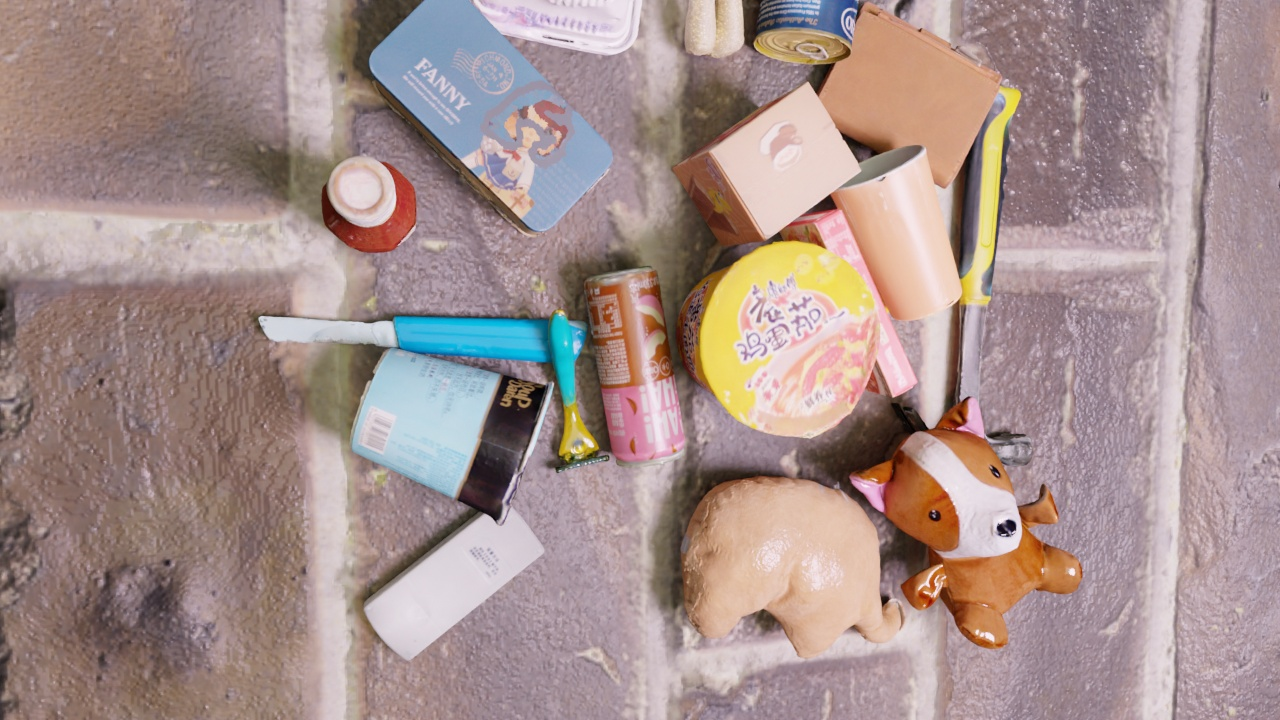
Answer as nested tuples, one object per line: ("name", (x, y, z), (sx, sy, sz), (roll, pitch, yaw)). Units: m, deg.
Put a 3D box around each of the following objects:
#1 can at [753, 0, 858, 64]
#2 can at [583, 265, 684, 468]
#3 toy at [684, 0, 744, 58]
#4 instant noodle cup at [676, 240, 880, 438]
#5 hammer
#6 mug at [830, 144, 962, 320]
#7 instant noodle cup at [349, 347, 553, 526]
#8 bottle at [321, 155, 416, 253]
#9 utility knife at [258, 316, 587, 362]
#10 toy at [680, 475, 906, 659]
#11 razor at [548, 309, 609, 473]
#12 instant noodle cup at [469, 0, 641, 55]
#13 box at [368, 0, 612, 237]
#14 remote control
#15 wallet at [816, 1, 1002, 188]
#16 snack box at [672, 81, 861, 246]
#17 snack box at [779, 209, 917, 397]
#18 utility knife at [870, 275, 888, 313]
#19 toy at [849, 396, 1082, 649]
("can", (0.131, -0.294, 0.702), (0.075, 0.075, 0.111), (7, 92, -15))
("can", (-0.004, 0.004, 0.700), (0.058, 0.058, 0.147), (-11, 97, -14))
("toy", (0.047, -0.308, 0.687), (0.105, 0.066, 0.157), (-16, 108, -25))
("instant noodle cup", (0.093, -0.018, 0.697), (0.138, 0.110, 0.138), (-1, 94, -15))
("hammer", (0.285, -0.069, 0.783), (0.126, 0.032, 0.323), (2, 94, -16))
("mug", (0.205, -0.098, 0.724), (0.078, 0.078, 0.123), (-30, 108, -11))
("instant noodle cup", (-0.136, 0.046, 0.653), (0.120, 0.111, 0.111), (20, 89, -6))
("bottle", (-0.170, -0.098, 0.573), (0.059, 0.206, 0.060), (-1, 95, -14))
("utility knife", (-0.156, -0.019, 0.679), (0.236, 0.018, 0.034), (3, 96, -16))
("toy", (0.139, 0.168, 0.745), (0.226, 0.082, 0.143), (17, 93, -19))
("razor", (-0.054, 0.022, 0.694), (0.043, 0.028, 0.133), (-11, 113, -8))
("instant noodle cup", (-0.054, -0.322, 0.661), (0.138, 0.060, 0.173), (6, 94, -15))
("box", (-0.111, -0.178, 0.658), (0.184, 0.061, 0.089), (42, 83, -16))
("remote control", (-0.142, 0.165, 0.698), (0.135, 0.019, 0.056), (-38, 103, -9))
("wallet", (0.216, -0.217, 0.744), (0.132, 0.031, 0.108), (27, 89, -5))
("snack box", (0.093, -0.145, 0.694), (0.092, 0.094, 0.077), (-36, 102, -9))
("snack box", (0.164, -0.045, 0.731), (0.025, 0.075, 0.153), (-29, 101, -10))
("utility knife", (0.203, -0.105, 0.768), (0.033, 0.015, 0.164), (8, 91, -21))
("toy", (0.264, 0.134, 0.739), (0.140, 0.130, 0.199), (-34, 105, -9))
